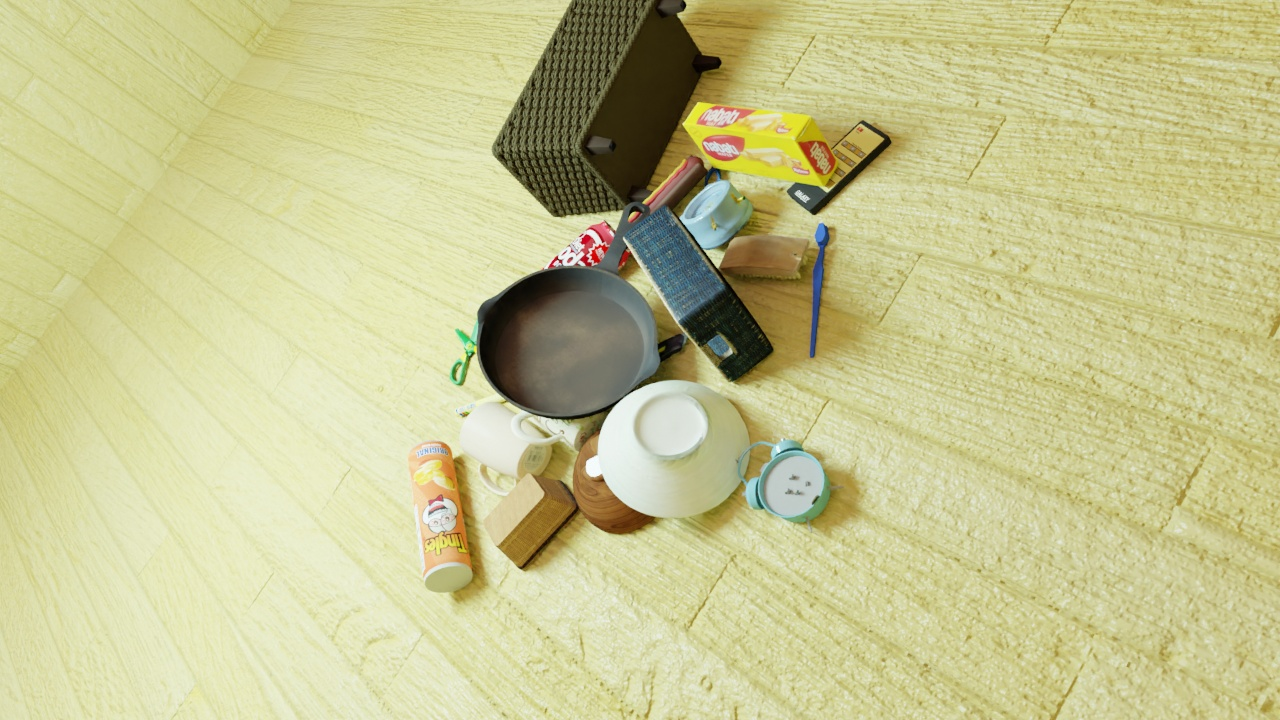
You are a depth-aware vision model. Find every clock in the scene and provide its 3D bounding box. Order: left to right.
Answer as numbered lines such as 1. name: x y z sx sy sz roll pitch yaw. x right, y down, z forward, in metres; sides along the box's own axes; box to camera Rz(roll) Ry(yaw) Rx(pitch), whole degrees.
1. clock: 0.095 -0.197 1.225 0.088 0.051 0.124 -48 24 -4
2. clock: 0.152 0.127 0.985 0.123 0.042 0.087 32 84 43

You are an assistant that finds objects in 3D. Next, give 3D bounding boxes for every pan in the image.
1. pan: -0.067 -0.069 1.202 0.249 0.043 0.355 19 61 14

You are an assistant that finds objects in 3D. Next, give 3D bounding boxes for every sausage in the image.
1. sausage: 0.033 -0.228 1.304 0.156 0.040 0.040 -46 45 11

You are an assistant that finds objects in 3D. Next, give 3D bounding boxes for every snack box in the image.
1. snack box: 0.154 -0.284 1.196 0.201 0.092 0.042 23 75 44

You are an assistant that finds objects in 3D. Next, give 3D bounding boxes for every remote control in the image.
1. remote control: 0.252 -0.247 1.173 0.133 0.013 0.058 -44 45 6

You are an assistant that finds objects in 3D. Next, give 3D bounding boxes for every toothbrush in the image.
1. toothbrush: 0.212 -0.087 1.100 0.017 0.011 0.186 -9 57 33

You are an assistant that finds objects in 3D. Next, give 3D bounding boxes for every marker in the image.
1. marker: -0.216 0.058 1.332 0.133 0.014 0.014 -19 52 27

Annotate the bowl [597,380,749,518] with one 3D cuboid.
1. bowl: 0.036 0.086 1.039 0.177 0.058 0.176 -3 58 5

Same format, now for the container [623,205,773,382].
1. container: 0.070 -0.083 1.112 0.071 0.145 0.187 -36 46 7

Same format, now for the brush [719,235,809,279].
1. brush: 0.158 -0.127 1.149 0.117 0.039 0.049 8 65 40

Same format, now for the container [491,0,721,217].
1. container: -0.037 -0.387 1.379 0.205 0.176 0.320 12 70 38

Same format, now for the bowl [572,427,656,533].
1. bowl: -0.031 0.128 1.106 0.148 0.069 0.147 -20 52 27

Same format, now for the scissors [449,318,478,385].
1. scissors: -0.256 -0.021 1.417 0.120 0.012 0.128 -7 60 33

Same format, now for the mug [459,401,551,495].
1. mug: -0.179 0.125 1.222 0.104 0.085 0.111 25 107 33

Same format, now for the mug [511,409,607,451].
1. mug: -0.109 0.073 1.173 0.097 0.121 0.081 37 131 31

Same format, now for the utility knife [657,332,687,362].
1. utility knife: -0.007 0.007 1.203 0.171 0.020 0.028 -29 50 18

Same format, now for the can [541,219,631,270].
1. can: -0.085 -0.131 1.313 0.142 0.074 0.074 -40 45 9

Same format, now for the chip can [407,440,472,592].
1. chip can: -0.274 0.207 1.244 0.062 0.062 0.210 -34 47 15

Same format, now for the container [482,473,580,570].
1. container: -0.141 0.197 1.150 0.114 0.061 0.063 -47 45 3

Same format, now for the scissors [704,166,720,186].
1. scissors: 0.103 -0.293 1.317 0.086 0.015 0.135 -41 46 11
